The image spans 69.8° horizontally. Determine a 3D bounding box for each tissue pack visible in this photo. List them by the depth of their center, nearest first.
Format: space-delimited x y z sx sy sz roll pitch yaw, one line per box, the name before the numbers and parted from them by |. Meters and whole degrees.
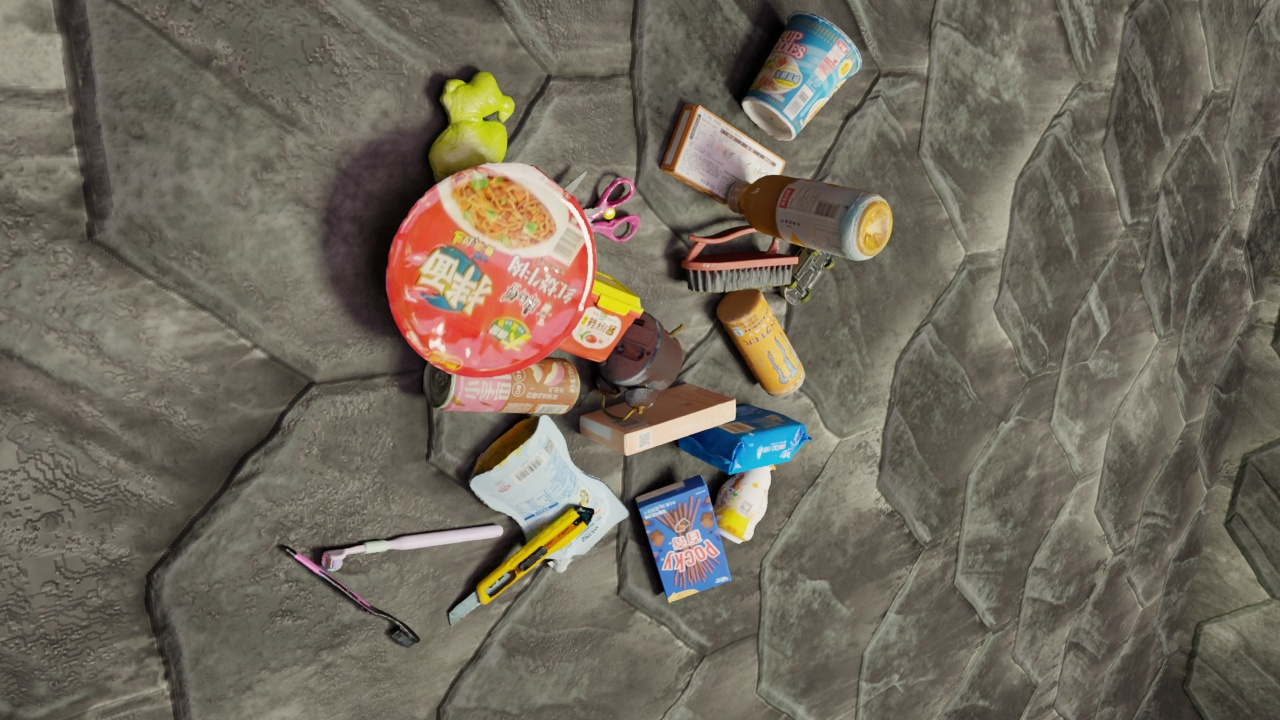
tissue pack | 0.124 0.095 1.103 0.156 0.095 0.052 -8 111 -40

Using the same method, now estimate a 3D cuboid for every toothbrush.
toothbrush | -0.274 0.228 0.875 0.017 0.014 0.189 -42 128 -6
toothbrush | -0.216 0.180 0.901 0.188 0.029 0.021 -2 69 -40

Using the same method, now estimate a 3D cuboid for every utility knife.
utility knife | -0.125 0.217 0.965 0.193 0.015 0.033 -38 126 -5

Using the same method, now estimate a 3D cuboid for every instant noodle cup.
instant noodle cup | -0.137 -0.084 0.818 0.193 0.066 0.194 -12 117 -25
instant noodle cup | 0.171 -0.305 1.004 0.099 0.099 0.110 39 86 -41

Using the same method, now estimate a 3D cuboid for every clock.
clock | -0.006 0.006 0.972 0.055 0.082 0.122 33 81 -48

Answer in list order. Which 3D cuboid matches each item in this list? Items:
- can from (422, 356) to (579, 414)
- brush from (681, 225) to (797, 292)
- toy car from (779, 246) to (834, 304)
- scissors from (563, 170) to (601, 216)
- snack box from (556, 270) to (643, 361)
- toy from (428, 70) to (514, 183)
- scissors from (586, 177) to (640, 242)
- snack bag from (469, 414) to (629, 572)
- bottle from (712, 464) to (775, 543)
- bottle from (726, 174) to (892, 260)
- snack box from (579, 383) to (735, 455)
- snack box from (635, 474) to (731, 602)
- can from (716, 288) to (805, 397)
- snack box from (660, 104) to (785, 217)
can | -0.132 0.022 0.888 0.147 0.058 0.058 5 102 -41
brush | 0.106 -0.116 1.035 0.145 0.063 0.069 -9 107 -36
toy car | 0.204 -0.112 1.135 0.042 0.035 0.090 35 88 -40
scissors | -0.117 -0.117 0.877 0.159 0.014 0.170 12 99 -40
snack box | -0.058 -0.049 0.915 0.091 0.082 0.080 19 106 -41
toy | -0.148 -0.200 0.814 0.096 0.031 0.100 -28 121 -32
scissors | -0.055 -0.129 0.930 0.137 0.017 0.077 -34 132 -20
snack bag | -0.094 0.147 0.977 0.110 0.039 0.191 -47 130 -16
bottle | 0.130 0.173 1.155 0.063 0.063 0.108 33 84 -42
bottle | 0.167 -0.153 0.948 0.067 0.190 0.068 -17 118 -36
snack box | 0.020 0.062 1.011 0.157 0.084 0.026 -14 110 -35
snack box | 0.053 0.218 1.111 0.084 0.026 0.157 -19 120 -5
can | 0.146 -0.021 1.103 0.058 0.058 0.146 -49 130 -16
snack box | 0.093 -0.215 1.012 0.153 0.026 0.075 20 93 -42
